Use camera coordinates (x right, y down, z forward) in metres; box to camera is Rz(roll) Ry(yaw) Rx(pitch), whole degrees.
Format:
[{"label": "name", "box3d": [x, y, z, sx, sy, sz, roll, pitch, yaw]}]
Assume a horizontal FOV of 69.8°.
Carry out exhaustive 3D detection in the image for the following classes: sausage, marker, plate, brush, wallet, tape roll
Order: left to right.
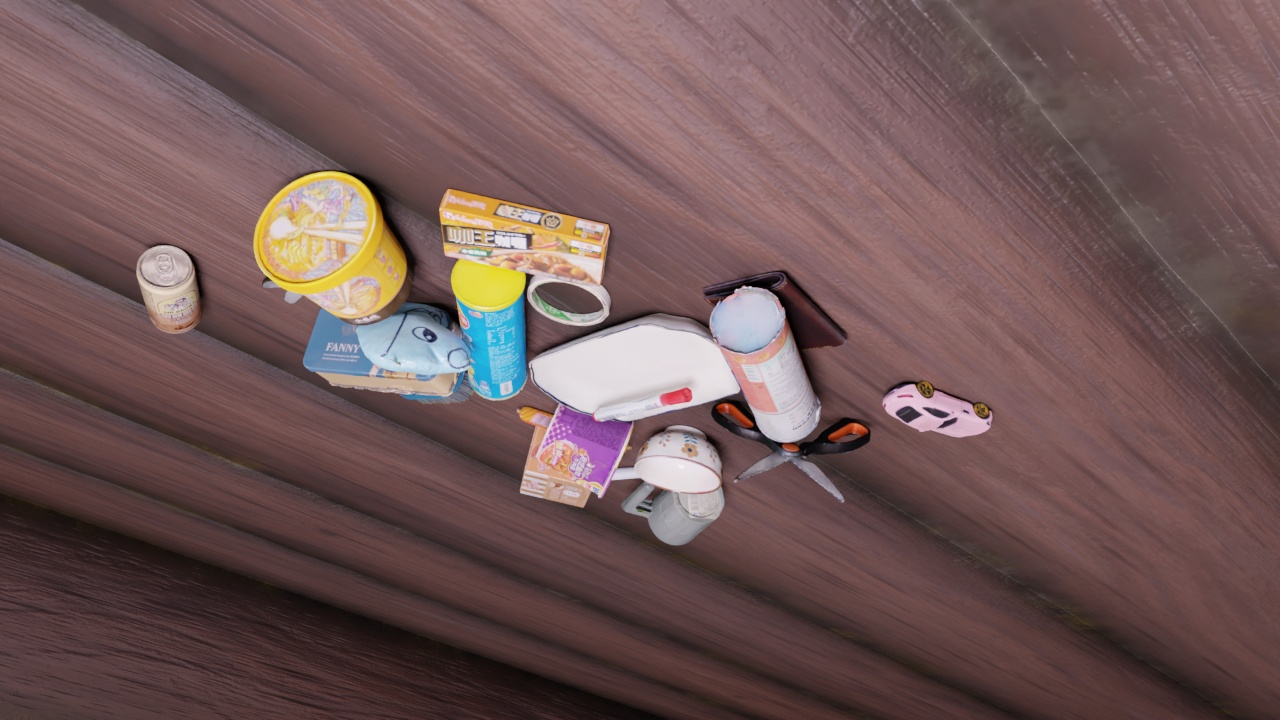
[{"label": "brush", "box3d": [-0.258, 0.019, 1.106, 0.073, 0.055, 0.144, 26, 161, -38]}, {"label": "tape roll", "box3d": [-0.073, -0.063, 0.942, 0.086, 0.013, 0.086, 9, 152, 5]}, {"label": "sausage", "box3d": [-0.088, 0.093, 1.223, 0.165, 0.021, 0.022, 20, 151, -13]}, {"label": "marker", "box3d": [-0.014, 0.164, 1.327, 0.131, 0.018, 0.022, -9, 137, 33]}, {"label": "plate", "box3d": [-0.006, 0.006, 1.020, 0.162, 0.034, 0.266, 34, 145, -33]}, {"label": "marker", "box3d": [-0.001, 0.052, 1.044, 0.146, 0.017, 0.017, -15, 141, 42]}, {"label": "wallet", "box3d": [0.131, -0.042, 0.896, 0.097, 0.020, 0.122, -7, 148, 40]}]

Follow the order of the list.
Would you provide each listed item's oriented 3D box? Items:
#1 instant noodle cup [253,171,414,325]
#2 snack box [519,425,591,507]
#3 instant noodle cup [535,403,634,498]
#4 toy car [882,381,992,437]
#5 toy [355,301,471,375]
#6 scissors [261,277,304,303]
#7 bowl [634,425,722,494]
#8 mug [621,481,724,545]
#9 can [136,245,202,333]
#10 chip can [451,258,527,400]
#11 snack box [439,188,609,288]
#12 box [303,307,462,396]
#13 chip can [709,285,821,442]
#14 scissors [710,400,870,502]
[{"label": "instant noodle cup", "box3d": [-0.280, -0.098, 0.865, 0.118, 0.118, 0.114, 5, 160, 14]}, {"label": "snack box", "box3d": [-0.110, 0.144, 1.267, 0.094, 0.076, 0.093, 14, 152, -5]}, {"label": "instant noodle cup", "box3d": [-0.073, 0.106, 1.161, 0.099, 0.111, 0.112, 22, 151, -3]}, {"label": "toy car", "box3d": [0.319, 0.057, 0.983, 0.122, 0.037, 0.056, 19, 153, -14]}, {"label": "toy", "box3d": [-0.237, -0.025, 0.930, 0.161, 0.156, 0.050, 14, 114, 8]}, {"label": "scissors", "box3d": [-0.342, -0.085, 1.006, 0.172, 0.019, 0.177, 24, 148, -22]}, {"label": "bowl", "box3d": [0.052, 0.122, 1.179, 0.113, 0.062, 0.114, 9, 150, 5]}, {"label": "mug", "box3d": [0.046, 0.205, 1.308, 0.124, 0.083, 0.104, 16, 150, -12]}, {"label": "can", "box3d": [-0.538, -0.079, 1.051, 0.058, 0.058, 0.117, 19, 151, -12]}, {"label": "chip can", "box3d": [-0.156, -0.033, 0.972, 0.071, 0.071, 0.211, 12, 153, 0]}, {"label": "snack box", "box3d": [-0.107, -0.112, 0.854, 0.154, 0.026, 0.075, 12, 151, 0]}, {"label": "box", "box3d": [-0.293, -0.013, 1.043, 0.184, 0.089, 0.062, 3, 157, 14]}, {"label": "chip can", "box3d": [0.127, 0.010, 0.903, 0.071, 0.071, 0.215, 1, 155, 20]}, {"label": "scissors", "box3d": [0.165, 0.095, 1.001, 0.220, 0.022, 0.234, -7, -155, -30]}]
